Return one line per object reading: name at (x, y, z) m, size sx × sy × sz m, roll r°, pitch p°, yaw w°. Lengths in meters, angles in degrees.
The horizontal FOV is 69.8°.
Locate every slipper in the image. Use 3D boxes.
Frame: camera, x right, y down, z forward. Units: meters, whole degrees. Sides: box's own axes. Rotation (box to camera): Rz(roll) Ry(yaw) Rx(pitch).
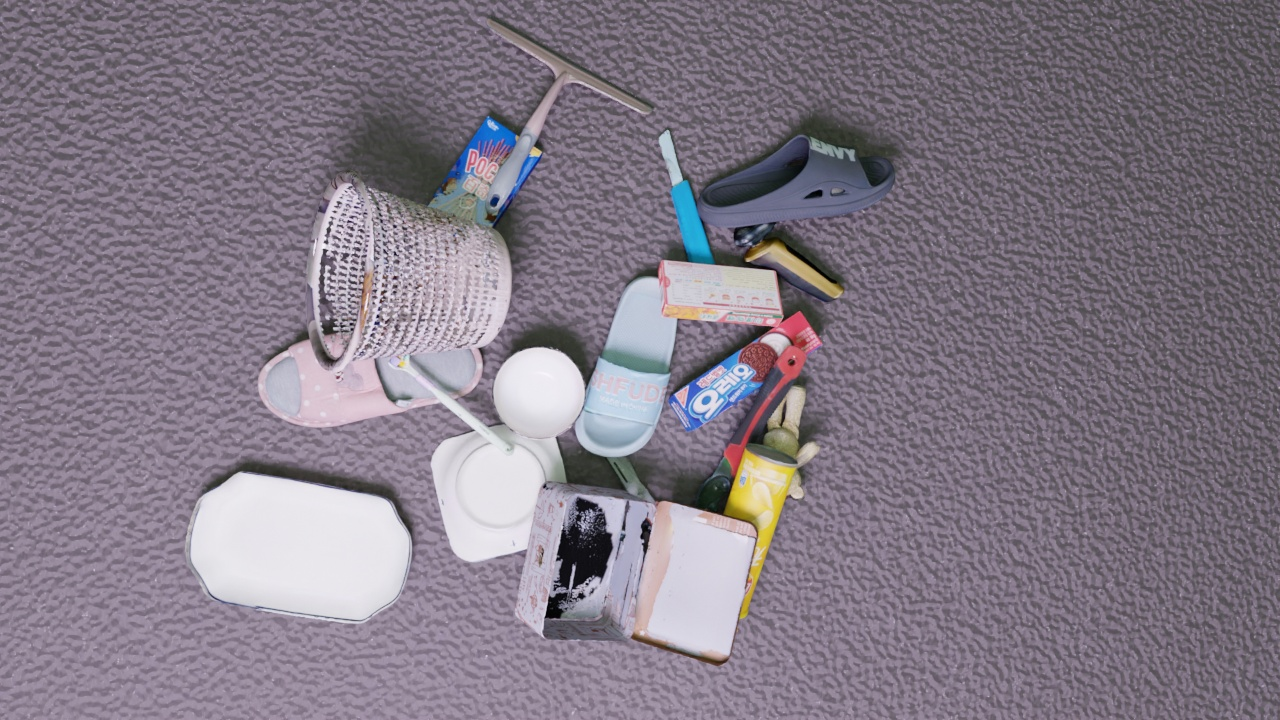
slipper at (-0.007, 0.007, 1.176) m, size 0.104 × 0.074 × 0.245 m, roll 17°, pitch 82°, yaw -7°
slipper at (0.204, -0.239, 1.192) m, size 0.268 × 0.110 × 0.083 m, roll -11°, pitch 129°, yaw -3°
slipper at (-0.334, 0.019, 1.143) m, size 0.274 × 0.054 × 0.114 m, roll -6°, pitch 87°, yaw -9°

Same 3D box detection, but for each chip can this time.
chip can at (0.134, 0.215, 1.158) m, size 0.072 × 0.072 × 0.213 m, roll 17°, pitch 100°, yaw -6°

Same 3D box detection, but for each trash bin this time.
trash bin at (-0.267, -0.095, 1.077) m, size 0.191 × 0.228 × 0.227 m, roll 3°, pitch 86°, yaw -35°

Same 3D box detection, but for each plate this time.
plate at (-0.416, 0.229, 1.131) m, size 0.265 × 0.034 × 0.162 m, roll 10°, pitch 86°, yaw -7°
plate at (-0.173, 0.160, 1.152) m, size 0.164 × 0.034 × 0.163 m, roll -15°, pitch 77°, yaw -8°

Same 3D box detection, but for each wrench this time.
wrench at (0.139, 0.103, 1.180) m, size 0.056 × 0.016 × 0.274 m, roll 23°, pitch 102°, yaw -7°

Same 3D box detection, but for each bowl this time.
bowl at (-0.128, 0.042, 1.163) m, size 0.116 × 0.066 × 0.116 m, roll 0°, pitch 86°, yaw -6°

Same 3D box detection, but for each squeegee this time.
squeegee at (-0.136, -0.294, 1.171) m, size 0.247 × 0.040 × 0.249 m, roll 27°, pitch 73°, yaw -7°

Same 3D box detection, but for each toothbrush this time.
toothbrush at (-0.230, 0.055, 1.129) m, size 0.189 × 0.020 × 0.029 m, roll 41°, pitch 63°, yaw -6°

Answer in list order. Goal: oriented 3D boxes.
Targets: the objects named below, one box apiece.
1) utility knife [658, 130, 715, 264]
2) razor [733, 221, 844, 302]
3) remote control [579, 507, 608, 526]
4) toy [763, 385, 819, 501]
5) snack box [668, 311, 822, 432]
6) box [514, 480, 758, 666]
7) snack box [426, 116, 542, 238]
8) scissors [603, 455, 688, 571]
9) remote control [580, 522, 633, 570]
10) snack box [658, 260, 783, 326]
utility knife at (0.061, -0.203, 1.224) m, size 0.034 × 0.018 × 0.216 m, roll -16°, pitch 90°, yaw -6°
razor at (0.200, -0.133, 1.223) m, size 0.167 × 0.062 × 0.068 m, roll 33°, pitch 113°, yaw -9°
remote control at (-0.098, 0.207, 1.178) m, size 0.136 × 0.024 × 0.053 m, roll 12°, pitch 86°, yaw -7°
toy at (0.189, 0.106, 1.208) m, size 0.105 × 0.066 × 0.157 m, roll 2°, pitch 81°, yaw 25°
snack box at (0.137, 0.016, 1.203) m, size 0.207 × 0.057 × 0.058 m, roll -33°, pitch 87°, yaw -8°
box at (-0.006, 0.254, 1.108) m, size 0.273 × 0.125 × 0.179 m, roll 12°, pitch 90°, yaw -8°
snack box at (-0.204, -0.228, 1.188) m, size 0.084 × 0.026 × 0.157 m, roll 33°, pitch 83°, yaw -4°
scissors at (-0.001, 0.197, 1.183) m, size 0.205 × 0.015 × 0.196 m, roll 24°, pitch 62°, yaw -16°
remote control at (-0.064, 0.233, 1.159) m, size 0.135 × 0.019 × 0.056 m, roll 19°, pitch 86°, yaw -29°
snack box at (0.102, -0.087, 1.181) m, size 0.155 × 0.027 × 0.076 m, roll 4°, pitch 55°, yaw -11°
